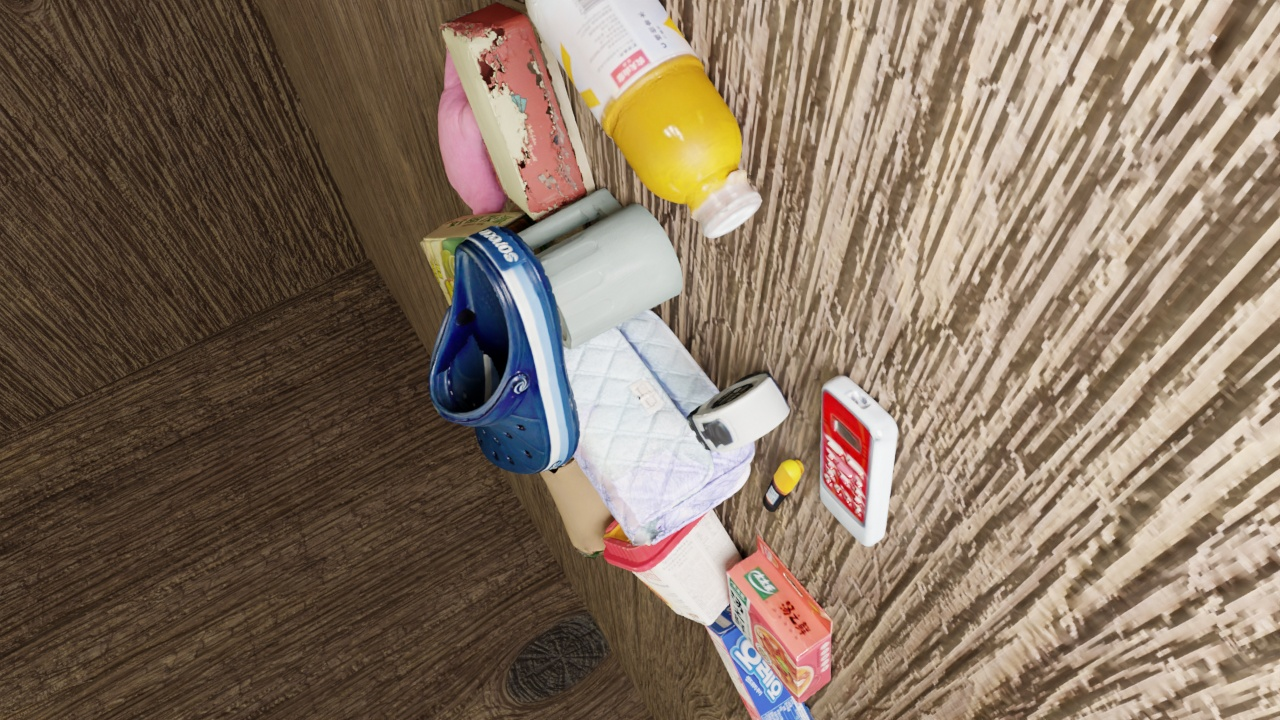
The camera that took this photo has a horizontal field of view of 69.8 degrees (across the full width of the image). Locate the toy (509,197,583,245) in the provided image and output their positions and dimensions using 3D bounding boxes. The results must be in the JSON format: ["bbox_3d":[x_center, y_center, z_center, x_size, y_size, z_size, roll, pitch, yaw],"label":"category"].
[{"bbox_3d":[-0.094,-0.137,0.905,0.157,0.066,0.105,-169,82,-65],"label":"toy"}]

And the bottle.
[{"bbox_3d":[0.004,-0.157,0.530,0.189,0.068,0.068,58,164,10],"label":"bottle"}]

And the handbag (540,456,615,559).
[{"bbox_3d":[-0.045,0.123,1.056,0.100,0.147,0.205,5,135,25],"label":"handbag"}]

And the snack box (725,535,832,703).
[{"bbox_3d":[0.133,0.251,0.886,0.113,0.044,0.127,48,159,39],"label":"snack box"}]

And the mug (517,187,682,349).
[{"bbox_3d":[-0.042,-0.079,0.745,0.124,0.103,0.084,50,162,31],"label":"mug"}]

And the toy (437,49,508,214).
[{"bbox_3d":[-0.166,-0.235,0.921,0.178,0.074,0.195,-114,20,-47],"label":"toy"}]

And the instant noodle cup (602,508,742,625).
[{"bbox_3d":[0.043,0.204,0.968,0.124,0.116,0.116,53,157,-15],"label":"instant noodle cup"}]

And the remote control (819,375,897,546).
[{"bbox_3d":[0.138,0.068,0.594,0.056,0.020,0.136,47,159,37],"label":"remote control"}]

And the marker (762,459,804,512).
[{"bbox_3d":[0.114,0.103,0.745,0.018,0.015,0.124,57,167,18],"label":"marker"}]

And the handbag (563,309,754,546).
[{"bbox_3d":[-0.002,0.048,0.787,0.194,0.134,0.076,51,163,28],"label":"handbag"}]

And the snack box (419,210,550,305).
[{"bbox_3d":[-0.115,-0.025,0.896,0.115,0.063,0.240,4,125,44],"label":"snack box"}]

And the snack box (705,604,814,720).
[{"bbox_3d":[0.144,0.377,1.049,0.207,0.057,0.058,64,167,-11],"label":"snack box"}]

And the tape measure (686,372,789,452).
[{"bbox_3d":[0.072,0.038,0.660,0.033,0.065,0.066,58,167,-7],"label":"tape measure"}]

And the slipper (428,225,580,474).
[{"bbox_3d":[-0.110,0.014,0.697,0.105,0.095,0.253,48,152,31],"label":"slipper"}]

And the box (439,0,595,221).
[{"bbox_3d":[-0.108,-0.206,0.774,0.091,0.079,0.168,43,157,50],"label":"box"}]
